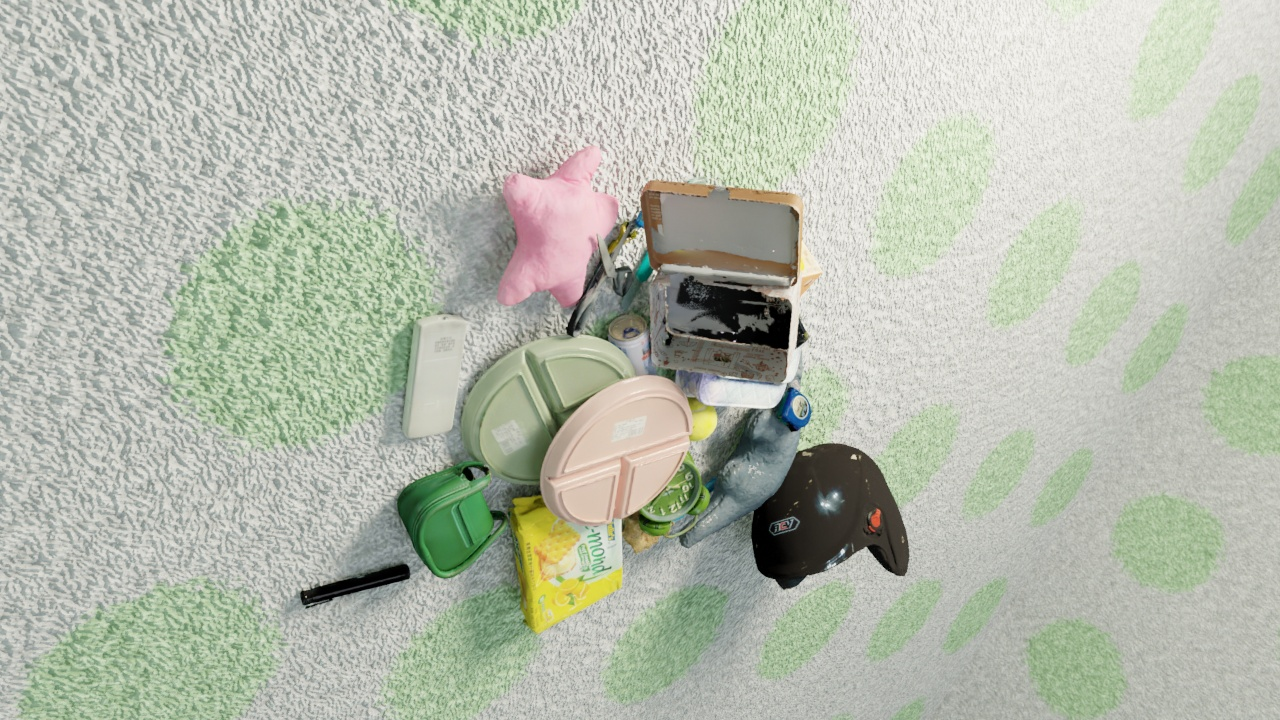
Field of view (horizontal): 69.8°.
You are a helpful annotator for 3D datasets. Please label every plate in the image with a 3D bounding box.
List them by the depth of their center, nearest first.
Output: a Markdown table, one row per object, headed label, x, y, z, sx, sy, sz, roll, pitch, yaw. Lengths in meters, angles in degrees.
| label | x | y | z | sx | sy | sz | roll | pitch | yaw |
| --- | --- | --- | --- | --- | --- | --- | --- | --- | --- |
| plate | -0.106 | 0.068 | 1.127 | 0.230 | 0.027 | 0.231 | -15 | 131 | -18 |
| plate | -0.023 | 0.122 | 1.171 | 0.229 | 0.028 | 0.230 | -22 | 133 | -26 |

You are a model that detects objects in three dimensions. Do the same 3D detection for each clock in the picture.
| label | x | y | z | sx | sy | sz | roll | pitch | yaw |
| --- | --- | --- | --- | --- | --- | --- | --- | --- | --- |
| clock | 0.037 | 0.188 | 1.323 | 0.116 | 0.056 | 0.161 | -28 | 119 | -9 |

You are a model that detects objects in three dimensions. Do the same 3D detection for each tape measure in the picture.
| label | x | y | z | sx | sy | sz | roll | pitch | yaw |
| --- | --- | --- | --- | --- | --- | --- | --- | --- | --- |
| tape measure | 0.228 | 0.075 | 1.360 | 0.054 | 0.025 | 0.058 | 42 | 59 | -28 |

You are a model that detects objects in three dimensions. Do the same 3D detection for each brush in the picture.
| label | x | y | z | sx | sy | sz | roll | pitch | yaw |
| --- | --- | --- | --- | --- | --- | --- | --- | --- | --- |
| brush | 0.070 | 0.222 | 1.430 | 0.254 | 0.046 | 0.083 | -26 | 130 | -31 |

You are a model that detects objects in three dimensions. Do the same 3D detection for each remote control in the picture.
| label | x | y | z | sx | sy | sz | roll | pitch | yaw |
| --- | --- | --- | --- | --- | --- | --- | --- | --- | --- |
| remote control | -0.230 | 0.018 | 1.018 | 0.058 | 0.021 | 0.150 | -9 | 125 | -37 |

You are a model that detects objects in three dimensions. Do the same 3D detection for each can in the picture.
| label | x | y | z | sx | sy | sz | roll | pitch | yaw |
| --- | --- | --- | --- | --- | --- | --- | --- | --- | --- |
| can | -0.007 | 0.007 | 1.183 | 0.053 | 0.053 | 0.135 | -31 | 136 | -21 |

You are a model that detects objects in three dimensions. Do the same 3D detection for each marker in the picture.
| label | x | y | z | sx | sy | sz | roll | pitch | yaw |
| --- | --- | --- | --- | --- | --- | --- | --- | --- | --- |
| marker | -0.342 | 0.272 | 1.108 | 0.131 | 0.022 | 0.020 | -8 | 161 | -38 |

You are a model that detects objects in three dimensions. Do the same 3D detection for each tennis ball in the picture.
| label | x | y | z | sx | sy | sz | roll | pitch | yaw |
| --- | --- | --- | --- | --- | --- | --- | --- | --- | --- |
| tennis ball | 0.076 | 0.083 | 1.305 | 0.065 | 0.065 | 0.066 | -23 | 132 | -28 |

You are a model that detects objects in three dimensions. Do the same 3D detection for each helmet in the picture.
| label | x | y | z | sx | sy | sz | roll | pitch | yaw |
| --- | --- | --- | --- | --- | --- | --- | --- | --- | --- |
| helmet | 0.294 | 0.258 | 1.493 | 0.274 | 0.234 | 0.230 | -11 | 82 | -53 |

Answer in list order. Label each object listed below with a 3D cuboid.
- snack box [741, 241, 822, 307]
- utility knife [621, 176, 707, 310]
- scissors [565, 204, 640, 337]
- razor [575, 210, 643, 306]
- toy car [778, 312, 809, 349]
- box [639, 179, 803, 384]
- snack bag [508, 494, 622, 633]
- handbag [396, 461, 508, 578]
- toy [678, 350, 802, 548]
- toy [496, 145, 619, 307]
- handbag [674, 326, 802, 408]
| label | x | y | z | sx | sy | sz | roll | pitch | yaw |
| --- | --- | --- | --- | --- | --- | --- | --- | --- | --- |
| snack box | 0.163 | -0.121 | 1.191 | 0.094 | 0.092 | 0.077 | -15 | 157 | -34 |
| utility knife | 0.027 | -0.144 | 1.132 | 0.029 | 0.013 | 0.193 | 18 | 107 | -47 |
| scissors | -0.040 | -0.101 | 1.049 | 0.159 | 0.014 | 0.177 | -55 | 163 | -12 |
| razor | -0.037 | -0.118 | 1.089 | 0.143 | 0.022 | 0.042 | -55 | 165 | 8 |
| toy car | 0.195 | -0.043 | 1.235 | 0.049 | 0.031 | 0.105 | -30 | 149 | 7 |
| box | 0.100 | -0.101 | 1.078 | 0.088 | 0.178 | 0.263 | -66 | 158 | -48 |
| snack bag | -0.105 | 0.258 | 1.272 | 0.157 | 0.068 | 0.247 | -23 | 131 | -28 |
| handbag | -0.225 | 0.191 | 1.114 | 0.120 | 0.068 | 0.131 | -30 | 134 | -18 |
| toy | 0.179 | 0.140 | 1.415 | 0.137 | 0.091 | 0.356 | 28 | 90 | -44 |
| toy | -0.083 | -0.137 | 0.998 | 0.178 | 0.074 | 0.195 | -28 | 139 | -38 |
| handbag | 0.142 | -0.002 | 1.286 | 0.193 | 0.076 | 0.134 | 4 | 103 | -45 |
